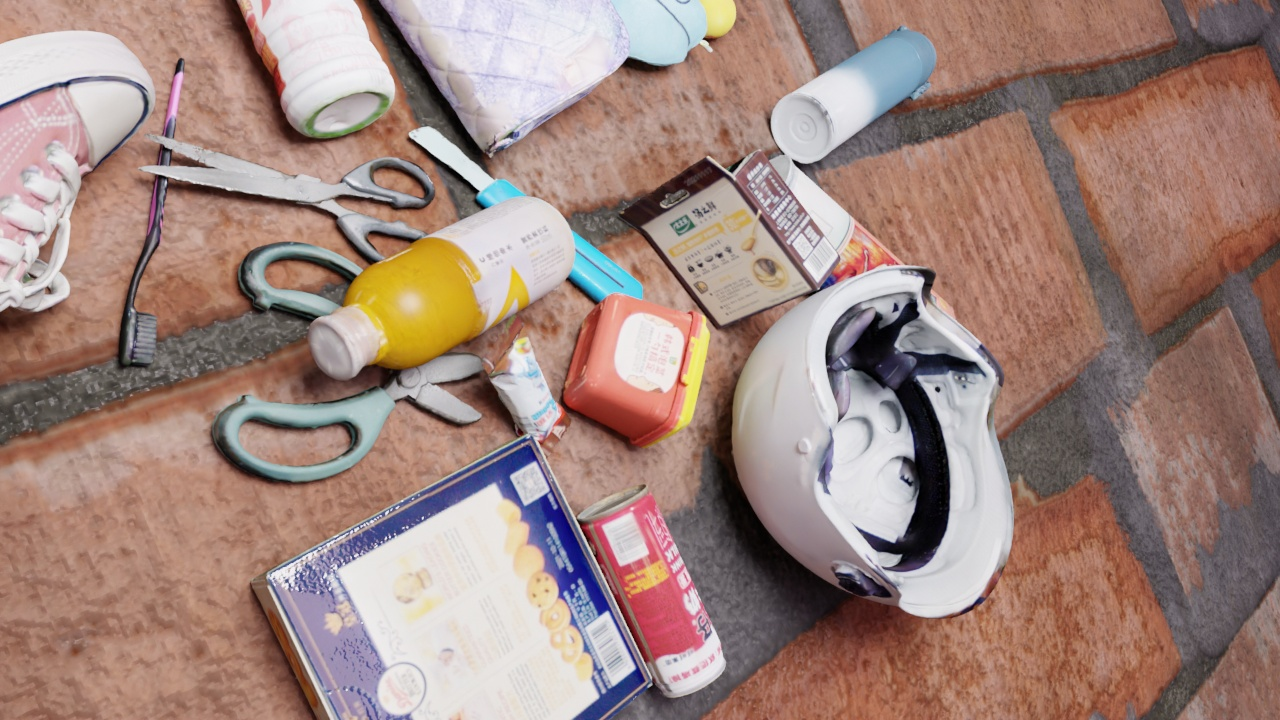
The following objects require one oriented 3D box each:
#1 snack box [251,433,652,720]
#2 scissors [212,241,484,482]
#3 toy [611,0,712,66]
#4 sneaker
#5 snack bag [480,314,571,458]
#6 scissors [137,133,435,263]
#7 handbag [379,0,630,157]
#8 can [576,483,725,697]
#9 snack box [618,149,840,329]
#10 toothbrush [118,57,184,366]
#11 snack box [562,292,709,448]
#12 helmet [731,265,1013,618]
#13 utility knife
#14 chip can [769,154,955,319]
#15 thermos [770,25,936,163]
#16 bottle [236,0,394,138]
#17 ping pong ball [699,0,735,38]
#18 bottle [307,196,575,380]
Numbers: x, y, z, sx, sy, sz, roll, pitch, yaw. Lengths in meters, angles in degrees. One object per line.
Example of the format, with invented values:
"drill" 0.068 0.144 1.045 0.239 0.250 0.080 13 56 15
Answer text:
"snack box" -0.103 0.162 0.541 0.182 0.046 0.178 -27 93 -37
"scissors" -0.176 -0.010 0.555 0.174 0.019 0.176 -15 85 -36
"toy" -0.011 -0.286 0.731 0.156 0.050 0.161 41 66 -20
"sneaker" -0.311 -0.057 0.419 0.088 0.118 0.240 40 62 1
"snack bag" -0.073 0.021 0.591 0.048 0.026 0.104 -59 150 -34
"scissors" -0.203 -0.109 0.562 0.170 0.014 0.150 47 54 -18
"handbag" -0.107 -0.253 0.635 0.134 0.076 0.194 -38 99 -26
"can" 0.008 0.154 0.616 0.053 0.053 0.133 -27 93 -37
"snack box" 0.065 -0.093 0.688 0.125 0.113 0.053 51 53 -13
"toothbrush" -0.269 -0.087 0.515 0.017 0.014 0.189 16 67 -42
"snack box" -0.004 0.004 0.636 0.080 0.082 0.091 23 64 -17
"helmet" 0.161 0.067 0.692 0.258 0.146 0.228 51 56 -26
"utility knife" -0.077 -0.097 0.650 0.204 0.018 0.034 37 59 -20
"chip can" 0.177 -0.082 0.791 0.214 0.071 0.071 35 59 -23
"thermos" 0.210 -0.255 0.867 0.219 0.070 0.070 -37 99 -36
"bottle" -0.219 -0.238 0.561 0.068 0.068 0.197 -23 87 -37
"ping pong ball" 0.062 -0.298 0.790 0.040 0.040 0.040 10 71 -33
"bottle" -0.116 -0.044 0.558 0.189 0.068 0.068 -38 100 -47
